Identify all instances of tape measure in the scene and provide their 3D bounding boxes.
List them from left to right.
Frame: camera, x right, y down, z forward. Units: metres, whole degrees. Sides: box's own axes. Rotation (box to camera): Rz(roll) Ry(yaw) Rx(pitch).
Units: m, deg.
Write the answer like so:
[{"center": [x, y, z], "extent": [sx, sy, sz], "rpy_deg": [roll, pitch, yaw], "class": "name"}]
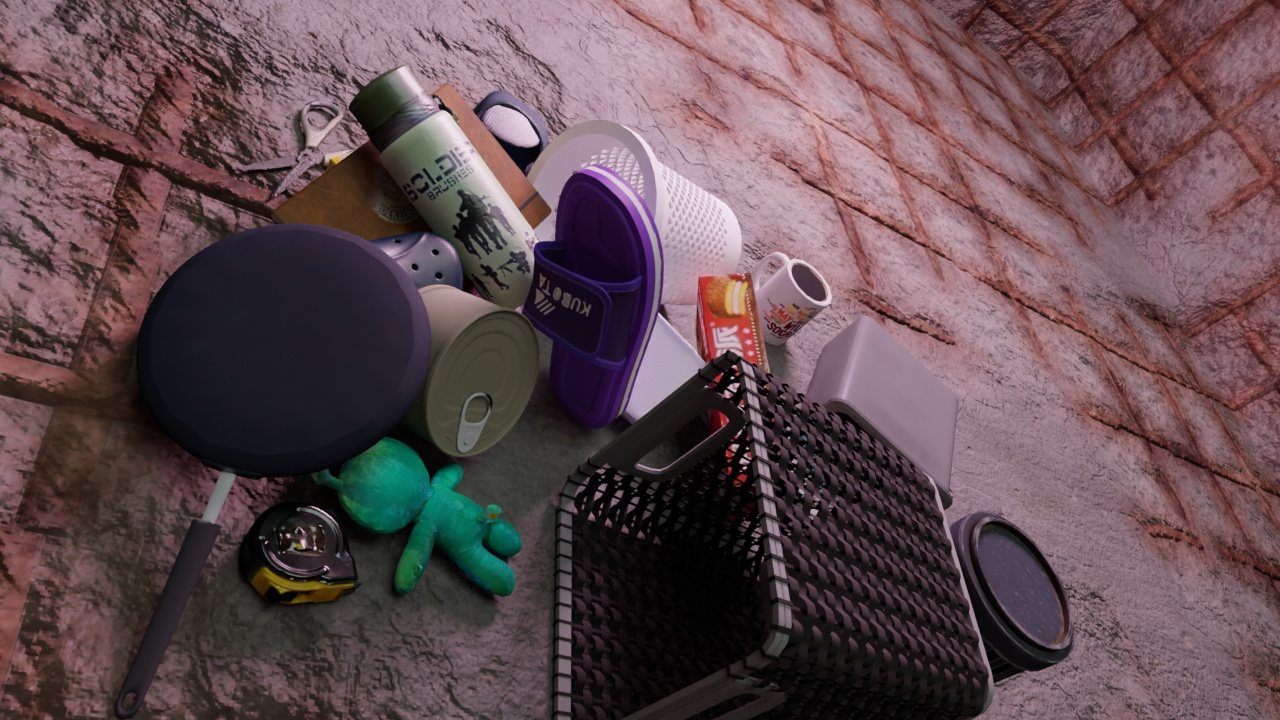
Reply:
[{"center": [-0.240, 0.134, 0.643], "extent": [0.072, 0.042, 0.071], "rpy_deg": [-1, 61, -41], "class": "tape measure"}]

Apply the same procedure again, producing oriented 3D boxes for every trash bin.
[{"center": [0.002, -0.140, 1.013], "extent": [0.199, 0.196, 0.195], "rpy_deg": [8, 51, -51], "class": "trash bin"}, {"center": [0.302, 0.074, 1.157], "extent": [0.192, 0.098, 0.219], "rpy_deg": [41, 37, -6], "class": "trash bin"}, {"center": [0.263, 0.250, 0.852], "extent": [0.164, 0.228, 0.164], "rpy_deg": [25, 43, -25], "class": "trash bin"}]

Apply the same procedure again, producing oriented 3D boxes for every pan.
[{"center": [-0.267, 0.054, 0.616], "extent": [0.199, 0.021, 0.355], "rpy_deg": [15, 64, -2], "class": "pan"}]

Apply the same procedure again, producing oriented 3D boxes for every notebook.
[{"center": [-0.201, -0.127, 0.857], "extent": [0.178, 0.014, 0.248], "rpy_deg": [51, 54, -16], "class": "notebook"}]

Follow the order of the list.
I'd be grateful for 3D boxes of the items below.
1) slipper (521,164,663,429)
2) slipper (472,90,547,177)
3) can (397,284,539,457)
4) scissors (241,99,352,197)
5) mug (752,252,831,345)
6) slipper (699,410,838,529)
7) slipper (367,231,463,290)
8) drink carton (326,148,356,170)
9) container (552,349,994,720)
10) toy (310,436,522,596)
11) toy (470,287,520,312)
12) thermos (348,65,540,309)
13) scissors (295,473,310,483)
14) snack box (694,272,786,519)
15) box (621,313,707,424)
[{"center": [-0.055, -0.030, 0.799], "extent": [0.107, 0.267, 0.083], "rpy_deg": [35, 49, 23], "class": "slipper"}, {"center": [-0.151, -0.238, 1.029], "extent": [0.101, 0.083, 0.262], "rpy_deg": [33, 40, -19], "class": "slipper"}, {"center": [-0.153, 0.007, 0.755], "extent": [0.073, 0.128, 0.127], "rpy_deg": [23, 28, 29], "class": "can"}, {"center": [-0.317, -0.207, 0.902], "extent": [0.158, 0.013, 0.162], "rpy_deg": [3, 54, -39], "class": "scissors"}, {"center": [0.184, -0.088, 1.196], "extent": [0.073, 0.090, 0.105], "rpy_deg": [-5, 60, -45], "class": "mug"}, {"center": [0.172, 0.110, 1.039], "extent": [0.269, 0.055, 0.098], "rpy_deg": [47, 35, -1], "class": "slipper"}, {"center": [-0.246, -0.045, 0.729], "extent": [0.252, 0.095, 0.105], "rpy_deg": [-18, 82, -36], "class": "slipper"}, {"center": [-0.241, -0.187, 0.896], "extent": [0.134, 0.059, 0.043], "rpy_deg": [-35, 83, -39], "class": "drink carton"}, {"center": [0.100, 0.187, 0.750], "extent": [0.243, 0.248, 0.245], "rpy_deg": [25, 42, -29], "class": "container"}, {"center": [-0.167, 0.112, 0.712], "extent": [0.193, 0.073, 0.130], "rpy_deg": [38, 32, -24], "class": "toy"}, {"center": [-0.143, -0.083, 0.925], "extent": [0.063, 0.047, 0.109], "rpy_deg": [17, 50, -16], "class": "toy"}, {"center": [-0.166, -0.155, 0.830], "extent": [0.231, 0.083, 0.082], "rpy_deg": [54, 36, -13], "class": "thermos"}, {"center": [-0.249, 0.045, 0.731], "extent": [0.156, 0.019, 0.124], "rpy_deg": [7, 48, -36], "class": "scissors"}, {"center": [0.100, 0.036, 0.953], "extent": [0.060, 0.113, 0.236], "rpy_deg": [-6, 63, -2], "class": "snack box"}, {"center": [0.002, -0.002, 0.977], "extent": [0.108, 0.137, 0.128], "rpy_deg": [45, 77, -2], "class": "box"}]
